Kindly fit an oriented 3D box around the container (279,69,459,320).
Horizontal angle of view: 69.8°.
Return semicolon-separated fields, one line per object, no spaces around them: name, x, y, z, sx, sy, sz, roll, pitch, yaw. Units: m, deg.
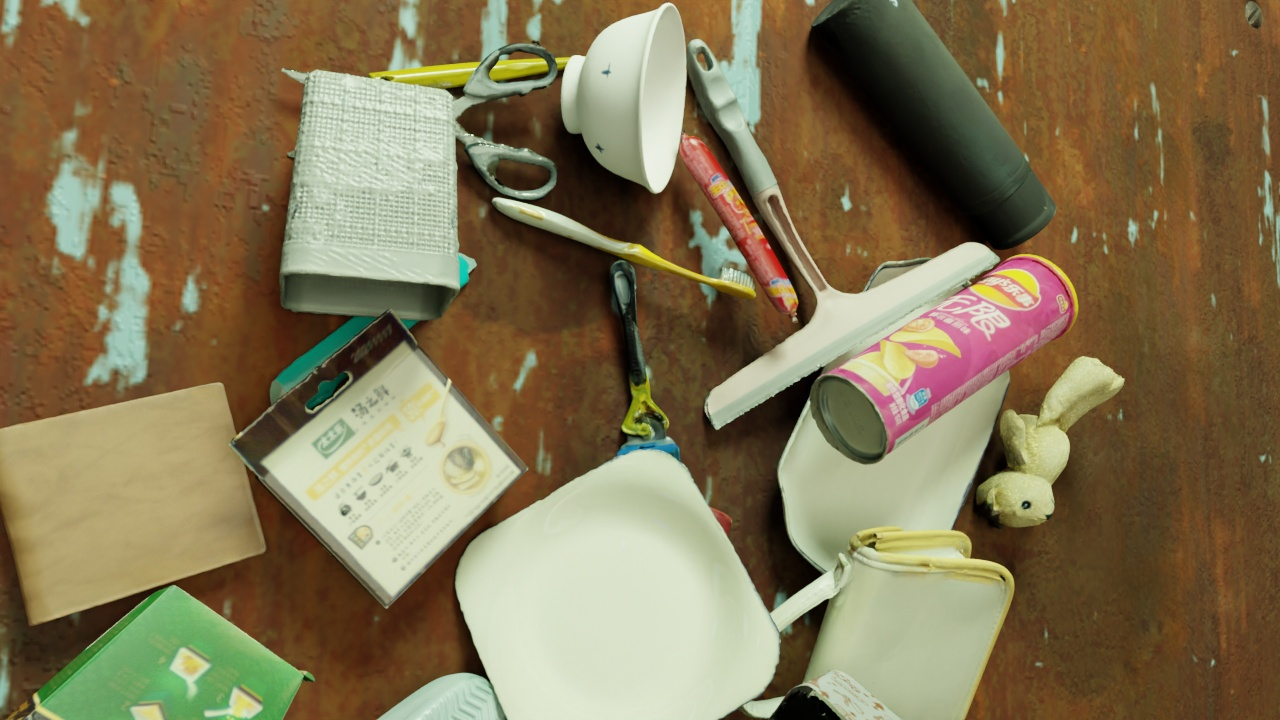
container;-0.149;-0.089;0.509;0.090;0.090;0.114;3;80;-20

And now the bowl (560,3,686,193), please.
bowl;-0.014;-0.172;0.599;0.065;0.118;0.118;9;78;13

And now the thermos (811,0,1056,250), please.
thermos;0.240;-0.201;0.740;0.242;0.069;0.089;46;35;-17

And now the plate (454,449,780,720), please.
plate;-0.016;0.151;0.550;0.163;0.034;0.164;-29;68;-1

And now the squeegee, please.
squeegee;0.096;-0.119;0.670;0.247;0.040;0.249;-29;91;-8

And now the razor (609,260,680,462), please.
razor;-0.004;0.004;0.617;0.043;0.022;0.142;-9;90;4

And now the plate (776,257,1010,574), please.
plate;0.190;0.047;0.699;0.162;0.034;0.265;35;71;-18

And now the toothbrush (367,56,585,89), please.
toothbrush;-0.083;-0.193;0.602;0.189;0.017;0.015;-16;90;-26

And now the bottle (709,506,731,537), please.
bottle;0.013;0.177;0.586;0.057;0.058;0.174;27;74;-21

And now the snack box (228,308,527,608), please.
snack box;-0.147;0.055;0.524;0.113;0.053;0.125;-45;103;-22

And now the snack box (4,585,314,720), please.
snack box;-0.237;0.173;0.445;0.117;0.118;0.105;43;56;-16

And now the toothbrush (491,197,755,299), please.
toothbrush;-0.007;-0.077;0.615;0.191;0.016;0.018;18;70;-15

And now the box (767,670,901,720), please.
box;0.141;0.302;0.582;0.183;0.156;0.192;-56;154;8

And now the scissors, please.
scissors;-0.123;-0.150;0.570;0.175;0.014;0.159;43;82;-24

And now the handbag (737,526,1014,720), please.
handbag;0.145;0.190;0.622;0.178;0.063;0.163;8;106;-19

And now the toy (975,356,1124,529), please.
toy;0.328;0.067;0.736;0.157;0.066;0.105;-54;138;-2

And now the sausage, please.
sausage;0.069;-0.093;0.635;0.020;0.020;0.156;-32;91;-25

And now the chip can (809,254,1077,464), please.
chip can;0.220;-0.005;0.659;0.210;0.072;0.071;-28;97;-26

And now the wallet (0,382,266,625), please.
wallet;-0.269;0.072;0.484;0.115;0.020;0.101;-14;90;-29

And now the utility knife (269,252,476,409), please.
utility knife;-0.159;-0.018;0.550;0.156;0.013;0.029;-42;105;-26

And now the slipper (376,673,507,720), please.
slipper;-0.166;0.263;0.484;0.244;0.074;0.104;-40;109;-40
